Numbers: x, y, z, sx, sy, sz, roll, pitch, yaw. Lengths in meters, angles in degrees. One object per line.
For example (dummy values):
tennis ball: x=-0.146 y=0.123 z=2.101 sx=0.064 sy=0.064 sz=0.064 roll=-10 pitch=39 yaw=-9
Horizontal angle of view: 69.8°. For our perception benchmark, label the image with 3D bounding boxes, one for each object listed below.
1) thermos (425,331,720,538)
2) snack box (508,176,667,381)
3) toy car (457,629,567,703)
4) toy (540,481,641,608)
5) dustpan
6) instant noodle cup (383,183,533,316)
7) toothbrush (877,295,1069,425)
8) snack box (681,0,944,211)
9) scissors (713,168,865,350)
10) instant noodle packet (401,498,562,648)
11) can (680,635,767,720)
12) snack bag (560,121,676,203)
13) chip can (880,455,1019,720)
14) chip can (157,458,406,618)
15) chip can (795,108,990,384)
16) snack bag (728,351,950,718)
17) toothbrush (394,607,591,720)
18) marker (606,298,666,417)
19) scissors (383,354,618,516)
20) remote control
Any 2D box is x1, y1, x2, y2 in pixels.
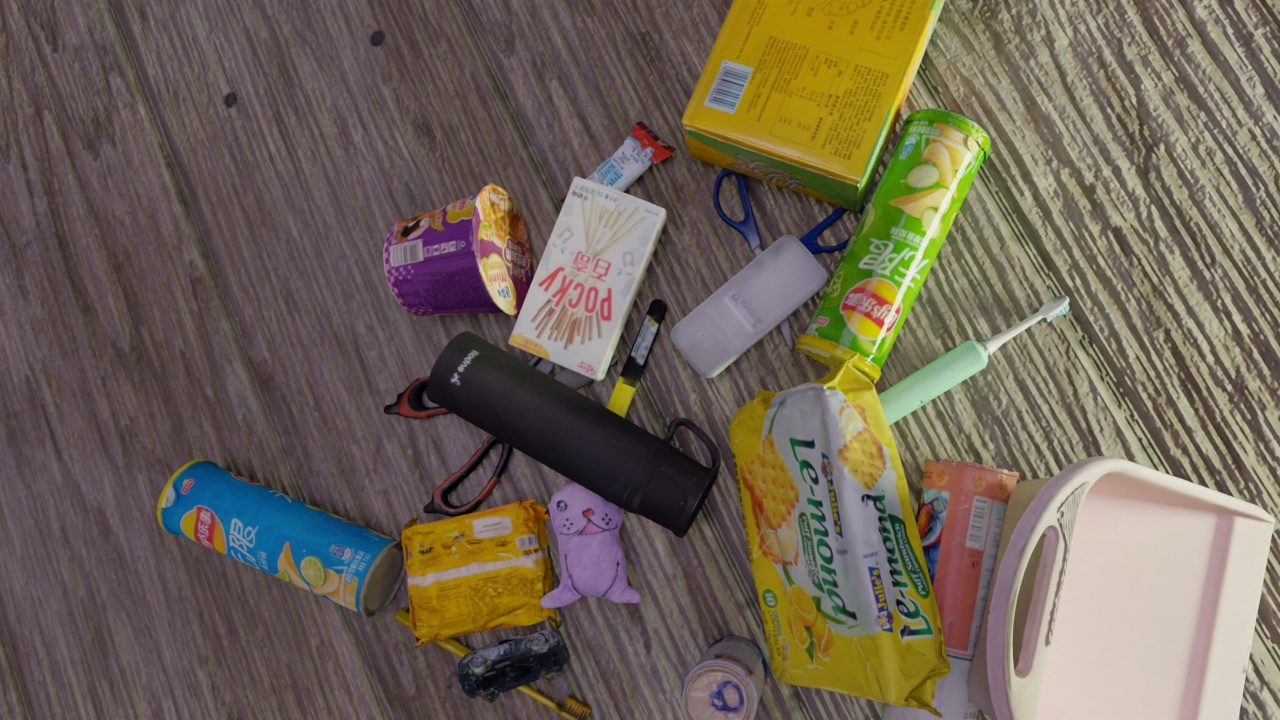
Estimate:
thermos: x=-0.052 y=0.052 z=0.759 sx=0.242 sy=0.069 sz=0.089 roll=27 pitch=64 yaw=11
snack box: x=-0.044 y=-0.070 z=0.784 sx=0.085 sy=0.027 sz=0.157 roll=22 pitch=90 yaw=8
toy car: x=-0.105 y=0.248 z=0.754 sx=0.090 sy=0.034 sz=0.043 roll=-19 pitch=119 yaw=-3
toy: x=-0.046 y=0.151 z=0.764 sx=0.083 sy=0.039 sz=0.108 roll=-3 pitch=77 yaw=-12
dustpan: x=0.330 y=0.181 z=0.599 sx=0.273 sy=0.139 sz=0.222 roll=14 pitch=82 yaw=-3
instant noodle cup: x=-0.158 y=-0.086 z=0.793 sx=0.099 sy=0.111 sz=0.111 roll=-9 pitch=81 yaw=19
toothbrush: x=0.243 y=0.010 z=0.736 sx=0.224 sy=0.027 sz=0.026 roll=-32 pitch=45 yaw=5
snack box: x=0.146 y=-0.248 z=0.762 sx=0.158 sy=0.070 sz=0.210 roll=21 pitch=83 yaw=13
scissors: x=0.110 y=-0.094 z=0.784 sx=0.173 sy=0.012 sz=0.162 roll=-37 pitch=78 yaw=6
instant noodle packet: x=-0.133 y=0.179 z=0.777 sx=0.128 sy=0.044 sz=0.110 roll=-10 pitch=80 yaw=4
can: x=0.064 y=0.241 z=0.684 sx=0.053 sy=0.134 sz=0.053 roll=-2 pitch=81 yaw=11
snack bag: x=-0.020 y=-0.164 z=0.811 sx=0.048 sy=0.026 sz=0.104 roll=44 pitch=94 yaw=15
chip can: x=0.232 y=0.183 z=0.692 sx=0.071 sy=0.071 sz=0.214 roll=11 pitch=85 yaw=12
chip can: x=-0.312 y=0.153 z=0.803 sx=0.210 sy=0.071 sz=0.071 roll=18 pitch=86 yaw=13
chip can: x=0.203 y=-0.093 z=0.734 sx=0.072 sy=0.072 sz=0.221 roll=26 pitch=88 yaw=13
snack bag: x=0.142 y=0.130 z=0.682 sx=0.068 sy=0.158 sz=0.246 roll=-7 pitch=80 yaw=-24
toothbrush: x=-0.127 y=0.258 z=0.781 sx=0.190 sy=0.016 sz=0.016 roll=24 pitch=82 yaw=14
marker: x=-0.005 y=0.005 z=0.792 sx=0.018 sy=0.015 sz=0.124 roll=21 pitch=86 yaw=12
scissors: x=-0.127 y=0.044 z=0.810 sx=0.226 sy=0.015 sz=0.189 roll=1 pitch=83 yaw=12
remote control: x=0.090 y=-0.044 z=0.768 sx=0.136 sy=0.020 sz=0.056 roll=-40 pitch=80 yaw=7
